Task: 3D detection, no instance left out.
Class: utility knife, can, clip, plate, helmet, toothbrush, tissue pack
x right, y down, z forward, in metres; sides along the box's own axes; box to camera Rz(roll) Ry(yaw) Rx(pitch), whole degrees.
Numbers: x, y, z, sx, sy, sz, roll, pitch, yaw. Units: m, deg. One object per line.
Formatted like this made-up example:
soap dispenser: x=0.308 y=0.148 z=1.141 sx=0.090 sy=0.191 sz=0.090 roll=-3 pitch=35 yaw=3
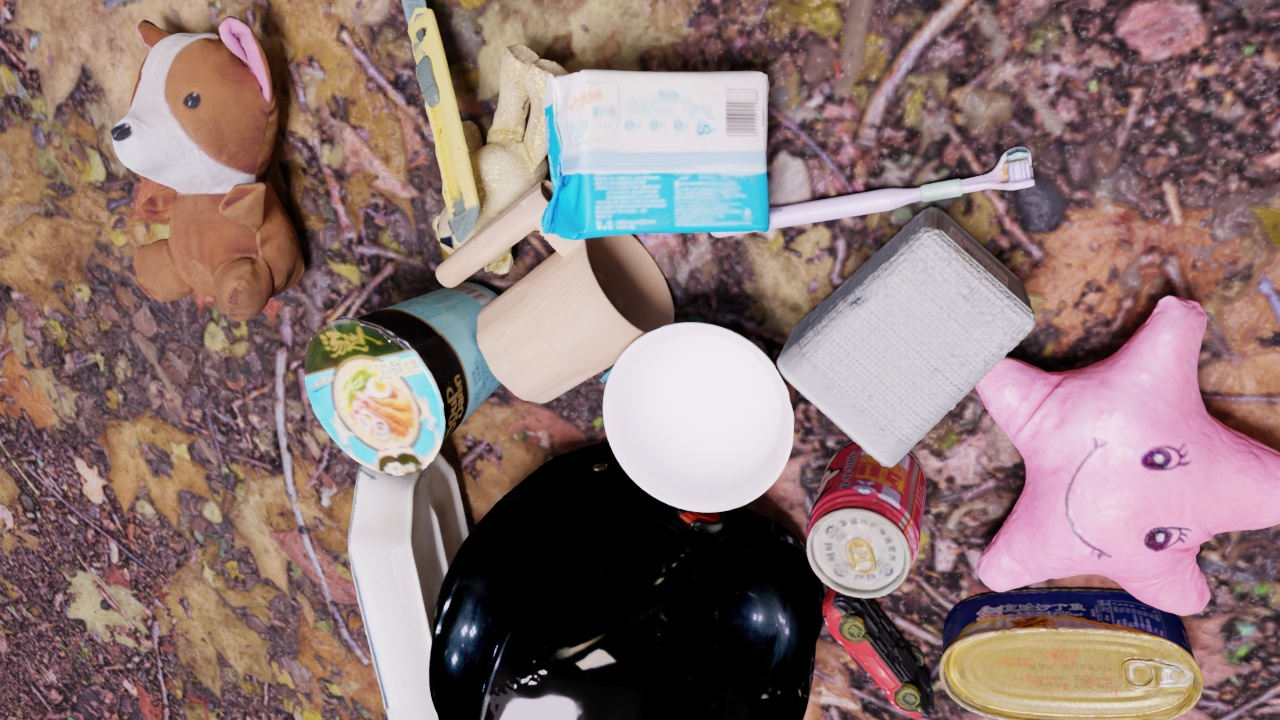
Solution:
utility knife: x=-0.129 y=-0.175 z=0.573 sx=0.031 sy=0.021 sz=0.207 roll=-20 pitch=77 yaw=35
can: x=0.269 y=0.188 z=0.585 sx=0.148 sy=0.049 sz=0.075 roll=-8 pitch=108 yaw=23
clip: x=-0.005 y=0.003 z=0.635 sx=0.040 sy=0.014 sz=0.056 roll=46 pitch=120 yaw=-1
can: x=0.141 y=0.096 z=0.571 sx=0.066 sy=0.093 sz=0.067 roll=8 pitch=113 yaw=18
plate: x=-0.155 y=0.175 z=0.684 sx=0.034 sy=0.161 sz=0.266 roll=-4 pitch=109 yaw=7
helmet: x=-0.005 y=0.200 z=0.606 sx=0.275 sy=0.229 sz=0.234 roll=2 pitch=115 yaw=-1
toothbrush: x=0.129 y=-0.094 z=0.540 sx=0.189 sy=0.029 sz=0.021 roll=-8 pitch=146 yaw=24
tissue pack: x=0.012 y=-0.115 z=0.520 sx=0.140 sy=0.063 sz=0.090 roll=-5 pitch=101 yaw=-18

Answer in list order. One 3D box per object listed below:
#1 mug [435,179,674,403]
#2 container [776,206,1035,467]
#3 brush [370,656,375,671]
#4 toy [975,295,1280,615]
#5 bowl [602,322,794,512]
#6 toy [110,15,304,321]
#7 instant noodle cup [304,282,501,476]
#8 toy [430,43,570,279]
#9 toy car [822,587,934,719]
mug: x=-0.057 y=-0.042 z=0.589 sx=0.104 sy=0.084 sz=0.124 roll=-31 pitch=118 yaw=30
container: x=0.153 y=-0.018 z=0.525 sx=0.090 sy=0.090 sz=0.114 roll=42 pitch=116 yaw=0
brush: x=-0.195 y=0.184 z=0.757 sx=0.083 sy=0.045 sz=0.255 roll=11 pitch=120 yaw=20
toy: x=0.280 y=0.058 z=0.513 sx=0.179 sy=0.074 sz=0.195 roll=1 pitch=110 yaw=20
bowl: x=0.042 y=0.028 z=0.572 sx=0.118 sy=0.064 sz=0.118 roll=5 pitch=106 yaw=18
toy: x=-0.305 y=-0.134 z=0.638 sx=0.140 sy=0.130 sz=0.200 roll=12 pitch=105 yaw=23
instant noodle cup: x=-0.144 y=0.003 z=0.623 sx=0.111 sy=0.120 sz=0.111 roll=11 pitch=117 yaw=23
toy: x=-0.088 y=-0.124 z=0.584 sx=0.105 sy=0.066 sz=0.158 roll=37 pitch=126 yaw=9
toy car: x=0.164 y=0.199 z=0.630 sx=0.031 sy=0.049 sz=0.106 roll=-38 pitch=95 yaw=29
